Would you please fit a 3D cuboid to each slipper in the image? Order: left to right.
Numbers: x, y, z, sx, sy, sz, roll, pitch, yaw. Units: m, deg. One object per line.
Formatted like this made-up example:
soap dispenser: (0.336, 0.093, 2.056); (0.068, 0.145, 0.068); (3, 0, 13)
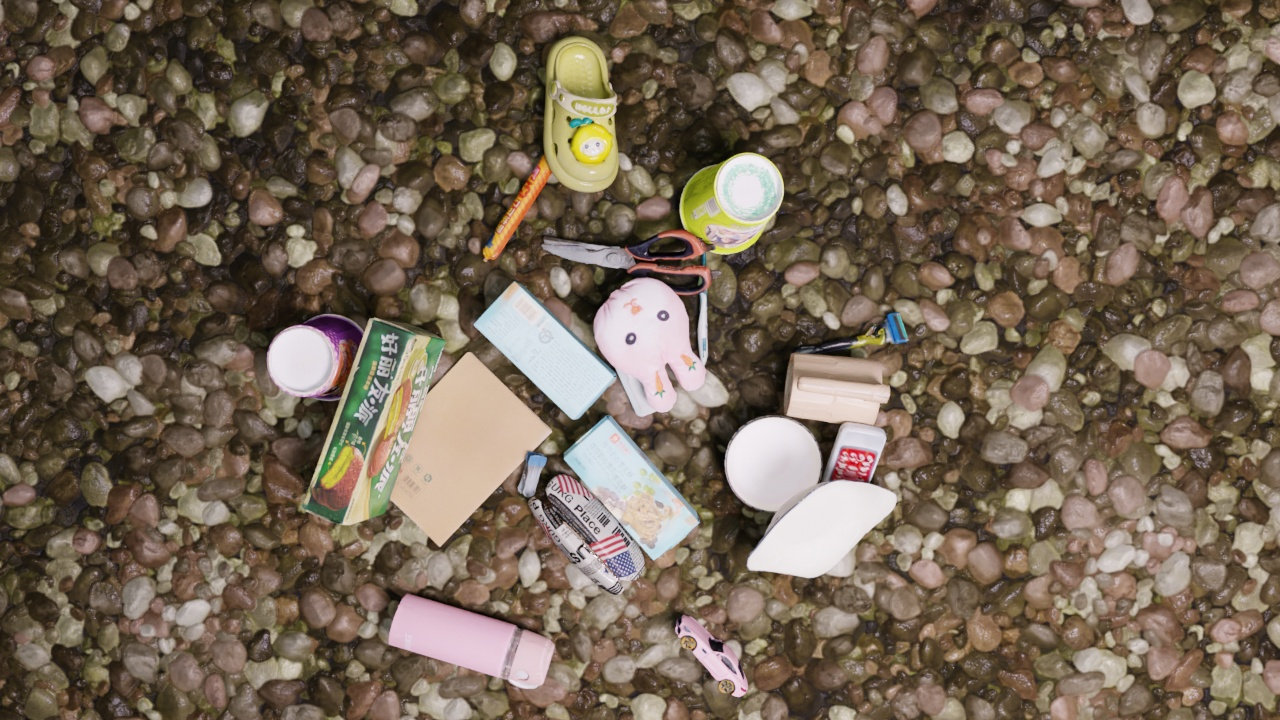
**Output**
slipper: (-0.070, -0.299, 1.096); (0.091, 0.082, 0.190); (-5, 89, -13)

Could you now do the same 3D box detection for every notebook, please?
notebook: (-0.235, 0.112, 1.160); (0.148, 0.008, 0.208); (44, 93, -1)

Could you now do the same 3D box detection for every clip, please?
clip: (-0.137, 0.143, 1.153); (0.026, 0.038, 0.058); (11, 97, -33)

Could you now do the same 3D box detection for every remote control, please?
remote control: (-0.007, 0.007, 1.142); (0.049, 0.024, 0.125); (-25, 91, 1)
remote control: (0.253, 0.134, 1.111); (0.056, 0.020, 0.136); (11, 124, 1)

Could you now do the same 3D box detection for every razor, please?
razor: (0.256, -0.021, 1.135); (0.143, 0.022, 0.042); (-14, 58, 6)

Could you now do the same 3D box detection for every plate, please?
plate: (0.211, 0.193, 1.094); (0.164, 0.034, 0.164); (18, 120, -39)

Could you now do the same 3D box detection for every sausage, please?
sausage: (-0.148, -0.192, 1.137); (0.021, 0.021, 0.165); (33, 93, 0)

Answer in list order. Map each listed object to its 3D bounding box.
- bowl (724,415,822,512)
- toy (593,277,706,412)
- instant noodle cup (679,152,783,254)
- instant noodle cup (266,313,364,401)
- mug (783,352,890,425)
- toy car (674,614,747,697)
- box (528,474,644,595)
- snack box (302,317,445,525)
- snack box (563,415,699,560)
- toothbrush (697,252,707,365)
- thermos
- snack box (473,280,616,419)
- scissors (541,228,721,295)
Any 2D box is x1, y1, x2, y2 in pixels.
bowl: (0.159, 0.123, 1.121); (0.116, 0.066, 0.116); (0, 91, 1)
toy: (0.016, -0.020, 1.109); (0.121, 0.054, 0.159); (-38, 101, -18)
instant noodle cup: (0.113, -0.188, 1.071); (0.111, 0.123, 0.111); (0, 88, -9)
instant noodle cup: (-0.393, -0.001, 1.115); (0.111, 0.099, 0.111); (0, 94, 0)
mug: (0.230, 0.034, 1.087); (0.103, 0.124, 0.084); (6, 89, 3)
toy car: (0.090, 0.364, 1.140); (0.037, 0.056, 0.122); (-42, 91, 6)
box: (-0.060, 0.211, 1.139); (0.087, 0.076, 0.163); (-41, 88, -17)
snack box: (-0.317, 0.072, 1.101); (0.063, 0.114, 0.240); (20, 90, 7)
snack box: (-0.011, 0.156, 1.134); (0.074, 0.051, 0.175); (-42, 91, 4)
toothbrush: (0.074, -0.089, 1.140); (0.018, 0.016, 0.191); (0, 92, 11)
thermos: (-0.210, 0.357, 1.148); (0.198, 0.067, 0.087); (17, 124, -1)
snack box: (-0.116, -0.013, 1.130); (0.175, 0.051, 0.074); (44, 94, 0)
scissors: (-0.015, -0.137, 1.119); (0.208, 0.015, 0.186); (41, 124, -11)
